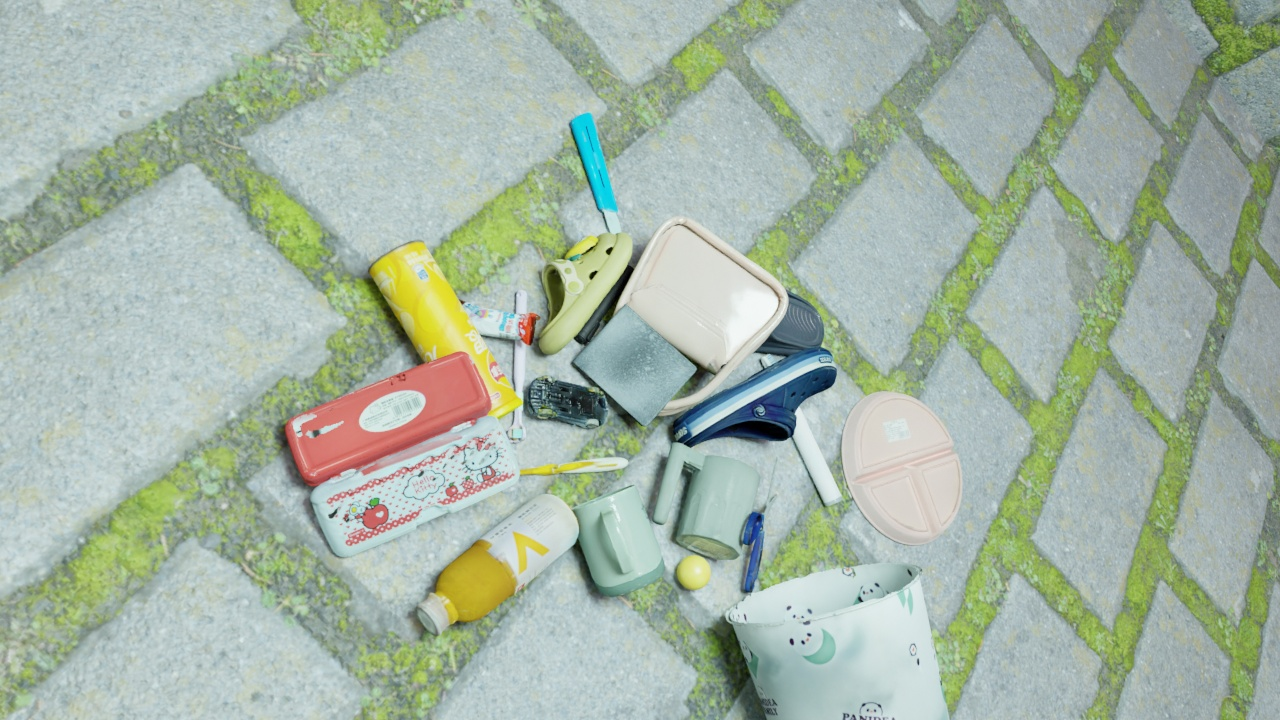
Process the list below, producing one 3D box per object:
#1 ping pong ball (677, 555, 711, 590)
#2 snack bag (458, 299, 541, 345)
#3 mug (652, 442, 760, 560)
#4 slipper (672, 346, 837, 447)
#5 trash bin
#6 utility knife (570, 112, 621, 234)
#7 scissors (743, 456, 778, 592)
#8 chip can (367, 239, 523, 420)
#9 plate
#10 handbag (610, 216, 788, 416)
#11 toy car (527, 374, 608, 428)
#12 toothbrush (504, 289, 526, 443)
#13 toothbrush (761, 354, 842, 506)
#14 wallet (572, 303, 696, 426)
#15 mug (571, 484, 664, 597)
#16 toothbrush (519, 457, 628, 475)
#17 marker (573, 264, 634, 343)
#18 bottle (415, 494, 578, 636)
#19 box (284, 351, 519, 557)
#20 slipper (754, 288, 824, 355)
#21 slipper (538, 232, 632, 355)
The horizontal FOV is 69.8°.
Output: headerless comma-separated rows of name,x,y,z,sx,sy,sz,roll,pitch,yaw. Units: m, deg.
ping pong ball,0.063,0.252,1.088,0.040,0.040,0.040,12,66,-28
snack bag,-0.169,-0.043,1.055,0.105,0.026,0.045,9,70,-8
mug,0.077,0.170,1.103,0.124,0.084,0.103,27,62,-18
slipper,0.160,0.060,1.167,0.252,0.105,0.095,-22,81,-25
trash bin,0.242,0.384,1.048,0.229,0.230,0.252,-13,85,-35
utility knife,-0.054,-0.239,1.214,0.034,0.018,0.191,-11,80,-35
scissors,0.149,0.203,1.133,0.162,0.012,0.176,25,76,-70
chip can,-0.212,-0.024,1.002,0.071,0.072,0.213,-30,89,-36
plate,0.387,0.152,1.335,0.229,0.028,0.229,11,67,-28
handbag,0.050,-0.040,1.136,0.193,0.093,0.234,34,79,6
toy car,-0.086,0.050,1.075,0.105,0.031,0.049,16,66,-33
toothbrush,-0.143,0.003,1.067,0.021,0.029,0.189,46,39,-61
toothbrush,0.217,0.093,1.252,0.026,0.027,0.221,-22,84,-30
wallet,-0.007,0.006,1.100,0.121,0.019,0.097,43,96,6
mug,-0.024,0.201,1.011,0.082,0.112,0.106,-20,85,-5
toothbrush,-0.094,0.123,1.052,0.191,0.018,0.016,-1,74,-32
marker,-0.044,-0.072,1.154,0.131,0.022,0.020,-57,142,-33
bottle,-0.148,0.213,0.954,0.189,0.068,0.068,-35,92,-36
box,-0.237,0.091,0.922,0.201,0.060,0.161,-23,86,-14
slipper,0.160,-0.072,1.245,0.267,0.084,0.110,10,65,-30
slipper,-0.079,-0.094,1.102,0.081,0.092,0.190,38,60,-12
